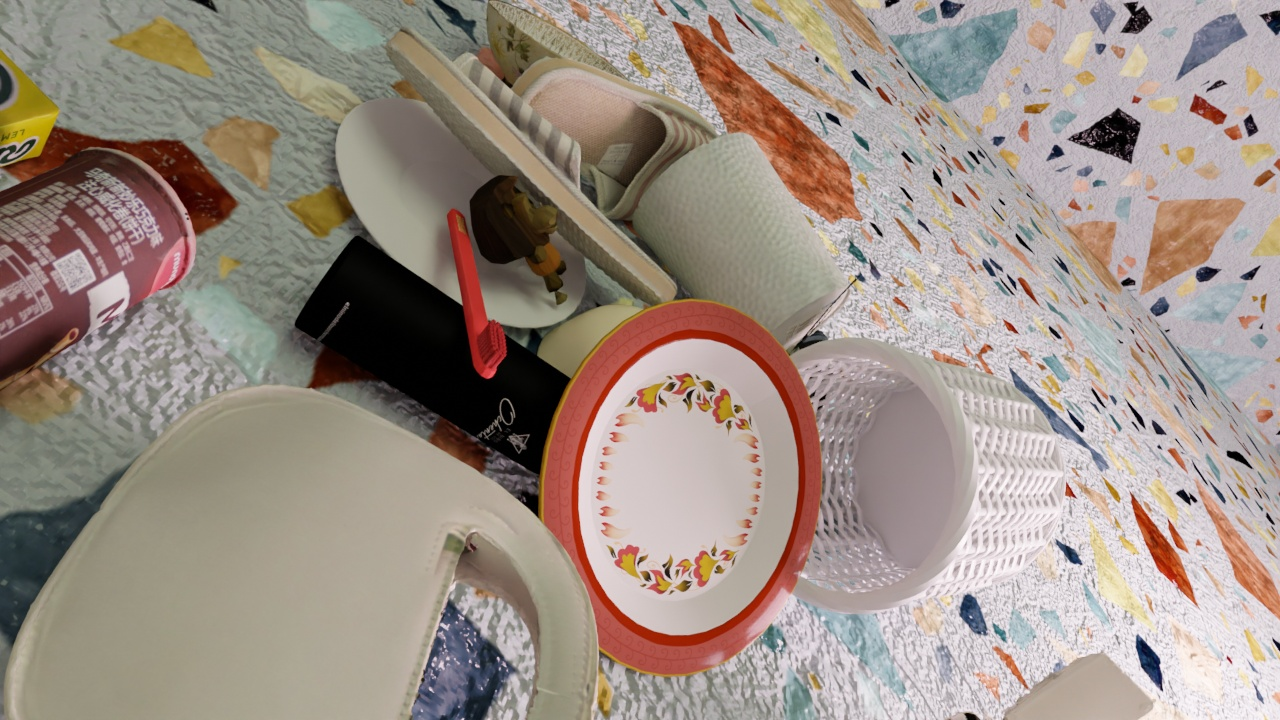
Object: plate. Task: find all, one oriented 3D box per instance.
[{"bbox_3d":[0.031,0.077,0.571,0.229,0.021,0.229,0,90,-38],"label":"plate"},{"bbox_3d":[-0.126,-0.106,0.667,0.208,0.015,0.208,31,37,-27],"label":"plate"}]

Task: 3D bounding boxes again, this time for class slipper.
[{"bbox_3d":[-0.009,-0.178,0.794,0.262,0.115,0.052,13,36,-50],"label":"slipper"},{"bbox_3d":[-0.069,-0.139,0.667,0.272,0.054,0.114,44,-2,-15],"label":"slipper"}]

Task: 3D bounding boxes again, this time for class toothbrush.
[{"bbox_3d":[-0.099,-0.052,0.547,0.012,0.018,0.212,32,18,-30],"label":"toothbrush"}]

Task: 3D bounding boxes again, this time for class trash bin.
[{"bbox_3d":[0.092,-0.092,0.795,0.133,0.134,0.161,-11,62,-54],"label":"trash bin"}]

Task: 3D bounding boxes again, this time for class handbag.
[{"bbox_3d":[-0.115,0.115,0.366,0.199,0.093,0.200,23,38,-9],"label":"handbag"}]

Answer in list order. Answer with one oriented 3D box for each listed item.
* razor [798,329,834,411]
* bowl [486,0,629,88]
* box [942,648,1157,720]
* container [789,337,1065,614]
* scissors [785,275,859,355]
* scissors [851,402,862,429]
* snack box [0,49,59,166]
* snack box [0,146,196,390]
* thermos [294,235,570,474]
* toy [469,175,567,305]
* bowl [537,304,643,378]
[{"bbox_3d":[0.141,0.022,0.831,0.064,0.053,0.140,18,37,13],"label":"razor"},{"bbox_3d":[-0.081,-0.251,0.807,0.145,0.063,0.145,29,22,-13],"label":"bowl"},{"bbox_3d":[0.259,0.258,0.613,0.143,0.184,0.098,44,25,-13],"label":"box"},{"bbox_3d":[0.198,0.087,0.698,0.186,0.190,0.189,9,50,-47],"label":"container"},{"bbox_3d":[0.119,0.001,0.751,0.012,0.170,0.158,41,-10,4],"label":"scissors"},{"bbox_3d":[0.238,0.104,0.891,0.139,0.019,0.135,44,30,-6],"label":"scissors"},{"bbox_3d":[-0.368,-0.149,0.392,0.181,0.045,0.121,46,32,-6],"label":"snack box"},{"bbox_3d":[-0.258,-0.036,0.387,0.072,0.072,0.121,43,34,-11],"label":"snack box"},{"bbox_3d":[-0.086,0.017,0.547,0.231,0.061,0.061,35,35,-21],"label":"thermos"},{"bbox_3d":[-0.077,-0.080,0.632,0.100,0.063,0.076,54,23,-31],"label":"toy"},{"bbox_3d":[-0.004,0.004,0.647,0.118,0.074,0.117,31,37,-27],"label":"bowl"}]
